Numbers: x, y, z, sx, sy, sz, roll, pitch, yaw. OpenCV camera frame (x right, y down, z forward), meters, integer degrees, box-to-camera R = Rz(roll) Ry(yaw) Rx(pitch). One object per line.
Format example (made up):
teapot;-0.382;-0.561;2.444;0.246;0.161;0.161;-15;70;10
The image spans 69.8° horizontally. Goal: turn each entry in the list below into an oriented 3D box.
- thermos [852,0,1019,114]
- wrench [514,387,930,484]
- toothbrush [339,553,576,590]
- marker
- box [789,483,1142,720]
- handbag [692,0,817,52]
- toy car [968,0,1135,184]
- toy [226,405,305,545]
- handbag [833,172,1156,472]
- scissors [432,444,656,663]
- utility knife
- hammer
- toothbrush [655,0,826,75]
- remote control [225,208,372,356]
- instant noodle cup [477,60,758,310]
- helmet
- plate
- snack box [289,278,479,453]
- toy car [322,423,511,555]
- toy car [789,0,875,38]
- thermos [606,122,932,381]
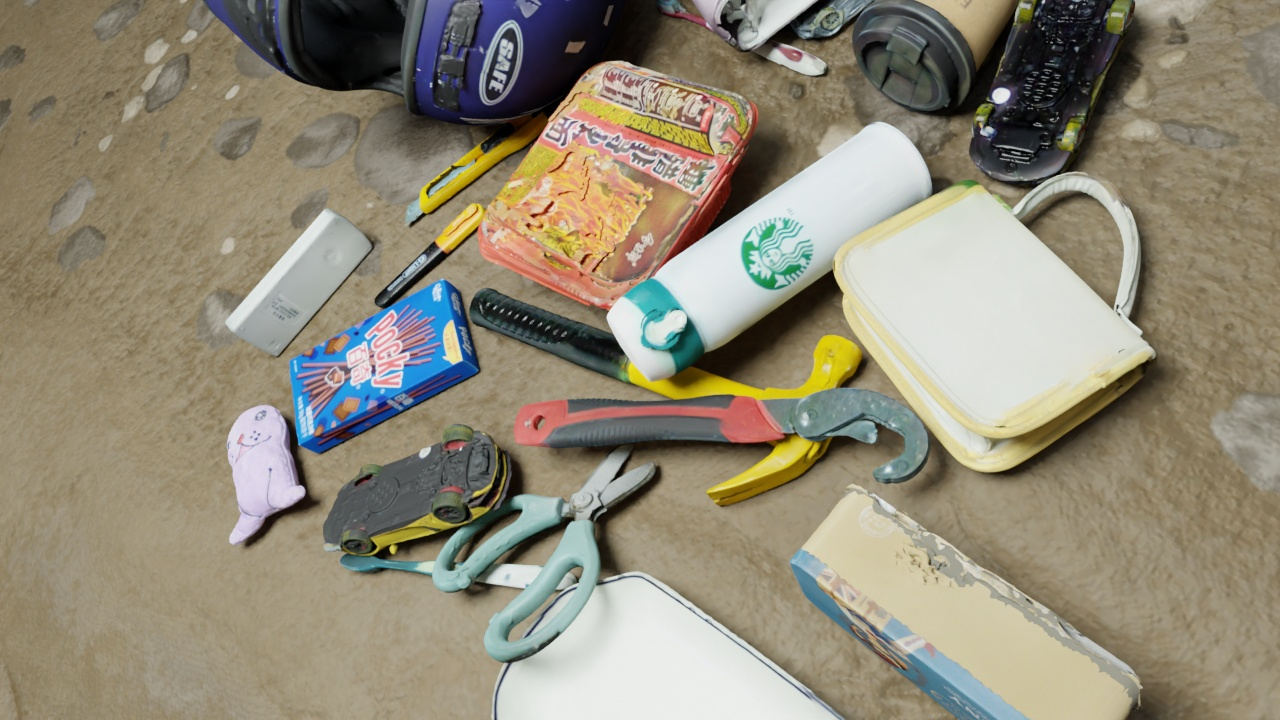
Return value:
thermos;0.216;-0.242;0.636;0.093;0.093;0.143;32;75;32
wrench;0.041;0.042;0.580;0.274;0.016;0.056;1;66;23
toothbrush;-0.131;0.149;0.646;0.192;0.018;0.016;0;61;21
marker;-0.179;-0.089;0.779;0.124;0.015;0.018;-42;53;3
box;0.167;0.145;0.471;0.062;0.090;0.184;-47;55;-10
handbag;0.080;-0.353;0.725;0.145;0.098;0.196;-43;48;22
toy car;0.270;-0.186;0.608;0.070;0.042;0.158;22;83;30
toy;-0.306;0.086;0.739;0.084;0.039;0.108;-36;58;15
handbag;0.227;-0.037;0.552;0.178;0.063;0.163;-30;57;-3
scissors;-0.053;0.124;0.595;0.177;0.019;0.169;-29;36;0
utility knife;-0.141;-0.175;0.802;0.174;0.015;0.033;-36;54;4
hammer;-0.004;0.004;0.647;0.301;0.033;0.128;21;75;30
toothbrush;0.077;-0.269;0.749;0.187;0.017;0.016;36;85;33
remote control;-0.294;-0.068;0.796;0.019;0.056;0.135;37;85;33
instant noodle cup;-0.013;-0.121;0.683;0.164;0.079;0.188;28;79;32
helmet;-0.143;-0.300;0.709;0.240;0.248;0.314;35;49;9
plate;0.028;0.237;0.521;0.266;0.034;0.162;29;80;32
snack box;-0.210;0.005;0.741;0.157;0.026;0.084;-27;58;11
toy car;-0.163;0.098;0.663;0.156;0.041;0.071;-22;44;22
toy car;0.168;-0.297;0.711;0.121;0.036;0.054;-37;53;16
thermos;0.081;-0.068;0.594;0.224;0.073;0.073;-35;57;-8
